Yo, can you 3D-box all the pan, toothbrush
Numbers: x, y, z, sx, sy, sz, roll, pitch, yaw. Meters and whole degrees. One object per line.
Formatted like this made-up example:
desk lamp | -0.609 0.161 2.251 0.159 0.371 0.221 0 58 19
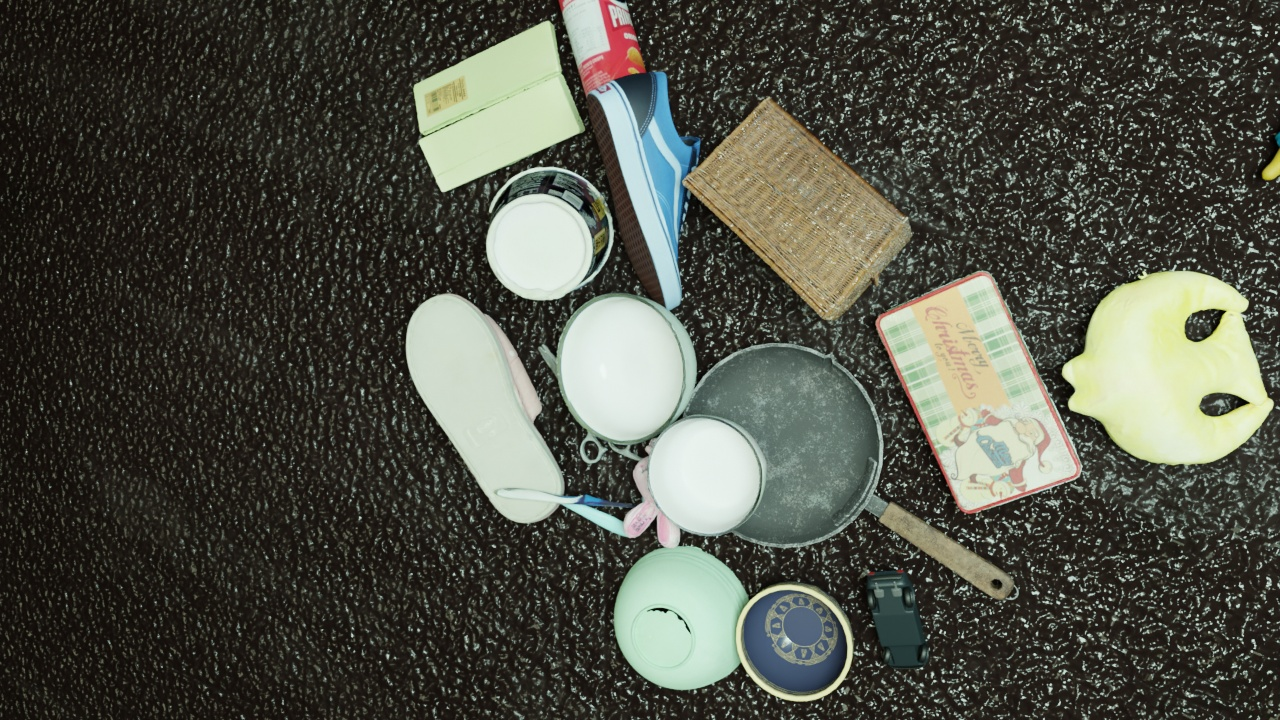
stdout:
pan | 0.203 0.123 0.899 0.357 0.040 0.208 33 103 15
toothbrush | -0.087 0.154 1.021 0.181 0.016 0.016 24 98 17
toothbrush | -0.062 0.146 0.981 0.189 0.016 0.017 4 82 0

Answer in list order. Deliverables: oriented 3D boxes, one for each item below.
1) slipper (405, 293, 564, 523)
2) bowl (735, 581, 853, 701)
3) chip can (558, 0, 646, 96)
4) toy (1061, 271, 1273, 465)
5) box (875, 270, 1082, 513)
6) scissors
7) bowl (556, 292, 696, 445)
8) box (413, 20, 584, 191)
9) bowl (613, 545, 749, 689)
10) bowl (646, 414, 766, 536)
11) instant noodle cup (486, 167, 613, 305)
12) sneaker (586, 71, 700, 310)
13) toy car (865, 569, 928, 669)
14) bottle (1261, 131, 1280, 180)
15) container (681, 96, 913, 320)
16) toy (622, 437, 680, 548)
slipper | -0.170 0.053 1.018 0.114 0.054 0.274 -27 87 3
bowl | 0.157 0.270 0.909 0.112 0.061 0.112 1 93 21
chip can | -0.034 -0.316 0.950 0.073 0.073 0.233 -17 87 20
toy | 0.445 0.008 0.788 0.155 0.064 0.170 -12 88 15
box | 0.310 0.030 0.849 0.118 0.049 0.205 -23 83 19
scissors | -0.054 0.047 1.004 0.095 0.014 0.170 -15 90 22
bowl | -0.006 0.006 0.945 0.154 0.072 0.153 5 99 31
box | -0.165 -0.281 1.019 0.188 0.044 0.141 -16 84 21
bowl | 0.035 0.274 0.947 0.151 0.077 0.151 1 94 20
bowl | 0.070 0.108 0.894 0.116 0.065 0.116 1 93 21
instant noodle cup | -0.099 -0.124 0.937 0.137 0.112 0.137 0 106 1
sneaker | 0.028 -0.164 0.901 0.098 0.083 0.241 -24 122 -13
toy car | 0.246 0.248 0.879 0.046 0.034 0.112 -10 114 22
bottle | 0.565 -0.201 0.740 0.146 0.051 0.051 -46 77 16
container | 0.152 -0.140 0.866 0.198 0.113 0.113 45 103 12
toy | 0.021 0.137 0.953 0.063 0.047 0.110 12 85 -7
